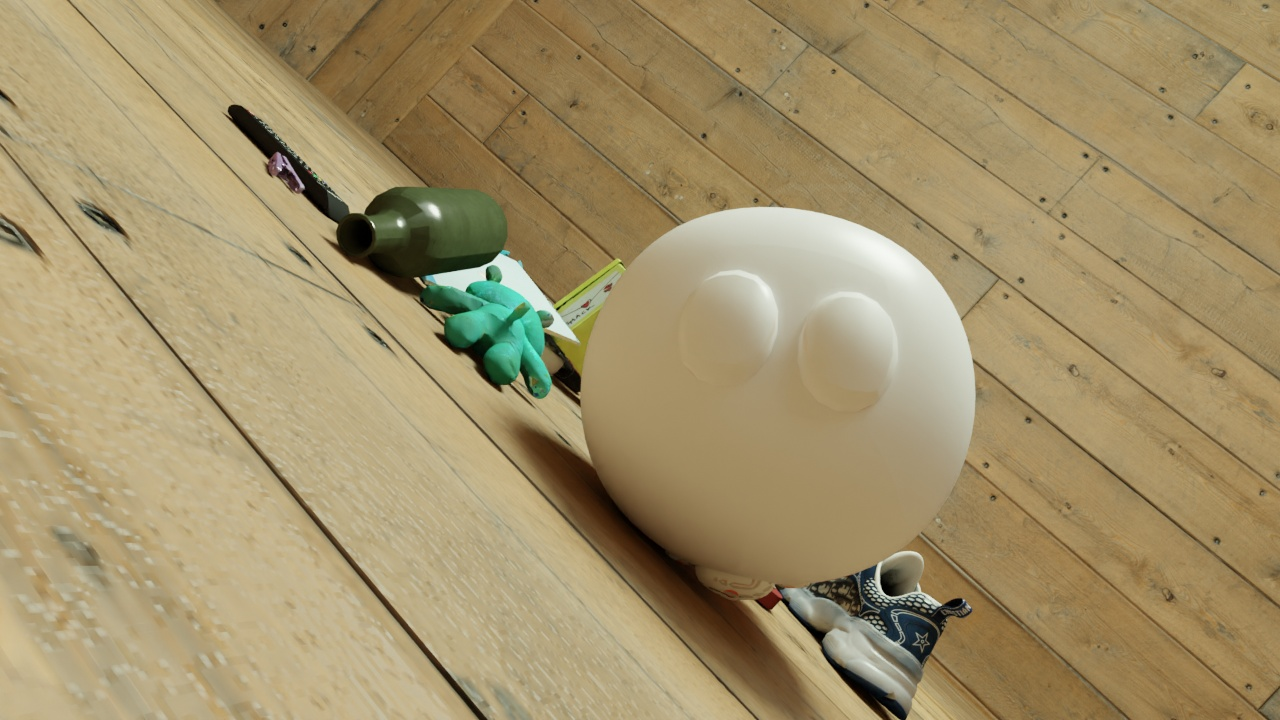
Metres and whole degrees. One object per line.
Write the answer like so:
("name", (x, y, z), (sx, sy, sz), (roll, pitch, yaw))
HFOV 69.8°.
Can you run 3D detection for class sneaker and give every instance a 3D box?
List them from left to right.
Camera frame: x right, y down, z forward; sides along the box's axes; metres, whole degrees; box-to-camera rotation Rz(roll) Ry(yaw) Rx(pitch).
("sneaker", (0.234, 0.243, 0.935), (0.103, 0.132, 0.269), (41, 0, -11))

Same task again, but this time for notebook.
("notebook", (-0.180, -0.099, 1.009), (0.181, 0.009, 0.253), (23, 14, -32))

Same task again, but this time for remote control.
("remote control", (-0.294, -0.166, 0.767), (0.147, 0.015, 0.033), (43, 0, 18))
("remote control", (-0.128, -0.024, 1.016), (0.114, 0.028, 0.060), (42, 1, -45))

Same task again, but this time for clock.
("clock", (-0.096, -0.005, 1.135), (0.091, 0.044, 0.123), (43, 1, 24))

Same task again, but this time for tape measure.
("tape measure", (0.107, 0.202, 0.834), (0.051, 0.019, 0.059), (43, 0, 34))

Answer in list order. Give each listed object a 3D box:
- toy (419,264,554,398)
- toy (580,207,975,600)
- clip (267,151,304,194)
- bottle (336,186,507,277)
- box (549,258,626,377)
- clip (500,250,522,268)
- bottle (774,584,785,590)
("toy", (-0.113, -0.030, 0.754), (0.130, 0.072, 0.193), (43, 10, -10))
("toy", (0.090, 0.037, 0.651), (0.263, 0.265, 0.281), (12, -24, 7))
("clip", (-0.278, -0.148, 0.704), (0.051, 0.014, 0.045), (46, 4, 18))
("bottle", (-0.176, -0.104, 0.741), (0.071, 0.071, 0.206), (43, 16, 4))
("box", (-0.006, 0.006, 1.077), (0.221, 0.124, 0.080), (52, -1, -33))
("clip", (-0.174, -0.097, 1.138), (0.103, 0.027, 0.119), (44, 28, -12))
("bottle", (0.116, 0.203, 0.904), (0.113, 0.030, 0.030), (42, 1, -44))
